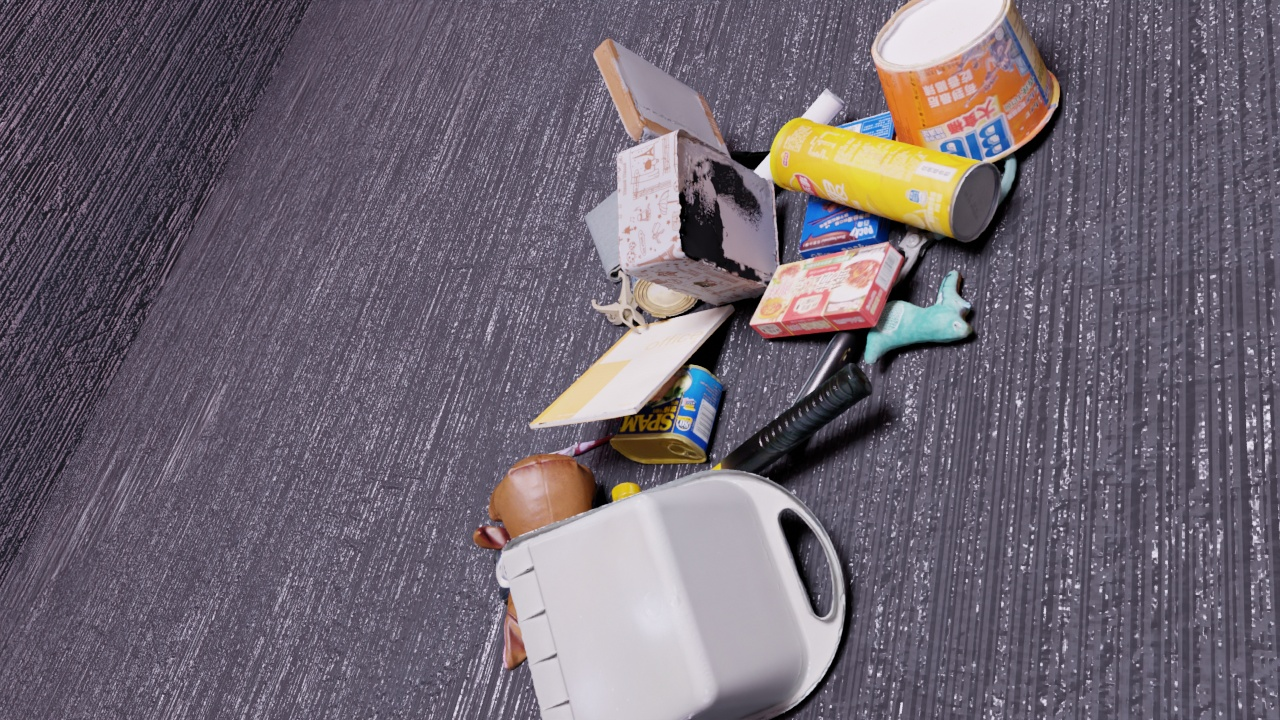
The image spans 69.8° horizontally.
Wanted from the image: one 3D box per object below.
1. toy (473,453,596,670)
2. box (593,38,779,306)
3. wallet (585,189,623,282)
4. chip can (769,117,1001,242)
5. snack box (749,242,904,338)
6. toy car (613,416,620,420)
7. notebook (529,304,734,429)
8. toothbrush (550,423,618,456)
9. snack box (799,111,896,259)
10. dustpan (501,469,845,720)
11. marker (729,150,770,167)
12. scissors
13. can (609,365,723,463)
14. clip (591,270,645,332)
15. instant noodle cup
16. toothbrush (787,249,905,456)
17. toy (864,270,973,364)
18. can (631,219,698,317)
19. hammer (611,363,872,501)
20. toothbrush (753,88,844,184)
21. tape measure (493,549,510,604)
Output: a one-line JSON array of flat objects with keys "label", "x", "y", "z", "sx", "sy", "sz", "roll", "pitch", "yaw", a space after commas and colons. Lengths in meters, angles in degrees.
[{"label": "toy", "x": -0.085, "y": 0.194, "z": 0.890, "sx": 0.140, "sy": 0.131, "sz": 0.199, "roll": -12, "pitch": 56, "yaw": -9}, {"label": "box", "x": 0.047, "y": -0.199, "z": 0.940, "sx": 0.103, "sy": 0.178, "sz": 0.260, "roll": -14, "pitch": 72, "yaw": 38}, {"label": "wallet", "x": -0.017, "y": -0.173, "z": 1.151, "sx": 0.107, "sy": 0.037, "sz": 0.129, "roll": -40, "pitch": 41, "yaw": 18}, {"label": "chip can", "x": 0.218, "y": -0.171, "z": 0.845, "sx": 0.213, "sy": 0.072, "sz": 0.072, "roll": 29, "pitch": 85, "yaw": 45}, {"label": "snack box", "x": 0.171, "y": -0.063, "z": 0.858, "sx": 0.153, "sy": 0.025, "sz": 0.075, "roll": -5, "pitch": 52, "yaw": 59}, {"label": "toy car", "x": -0.027, "y": 0.028, "z": 1.018, "sx": 0.049, "sy": 0.031, "sz": 0.106, "roll": -48, "pitch": 32, "yaw": 3}, {"label": "notebook", "x": -0.006, "y": 0.006, "z": 0.947, "sx": 0.146, "sy": 0.010, "sz": 0.205, "roll": -11, "pitch": 24, "yaw": 41}, {"label": "toothbrush", "x": -0.077, "y": 0.099, "z": 1.026, "sx": 0.188, "sy": 0.017, "sz": 0.016, "roll": -22, "pitch": 49, "yaw": 32}, {"label": "snack box", "x": 0.214, "y": -0.175, "z": 0.927, "sx": 0.085, "sy": 0.026, "sz": 0.156, "roll": -7, "pitch": 58, "yaw": 40}, {"label": "dustpan", "x": 0.030, "y": 0.211, "z": 0.768, "sx": 0.259, "sy": 0.142, "sz": 0.222, "roll": -39, "pitch": 60, "yaw": 41}, {"label": "marker", "x": 0.153, "y": -0.228, "z": 1.031, "sx": 0.132, "sy": 0.022, "sz": 0.020, "roll": 12, "pitch": 65, "yaw": 49}, {"label": "scissors", "x": 0.283, "y": -0.127, "z": 0.833, "sx": 0.130, "sy": 0.019, "sz": 0.185, "roll": 5, "pitch": 67, "yaw": 47}, {"label": "can", "x": 0.027, "y": 0.055, "z": 0.924, "sx": 0.102, "sy": 0.057, "sz": 0.083, "roll": -7, "pitch": 56, "yaw": 42}, {"label": "clip", "x": -0.014, "y": -0.071, "z": 1.064, "sx": 0.101, "sy": 0.035, "sz": 0.096, "roll": 5, "pitch": 60, "yaw": 58}, {"label": "instant noodle cup", "x": 0.287, "y": -0.262, "z": 0.832, "sx": 0.152, "sy": 0.111, "sz": 0.151, "roll": -23, "pitch": 40, "yaw": 21}, {"label": "toothbrush", "x": 0.182, "y": -0.010, "z": 0.833, "sx": 0.212, "sy": 0.026, "sz": 0.027, "roll": -59, "pitch": 27, "yaw": -3}, {"label": "toy", "x": 0.245, "y": -0.037, "z": 0.796, "sx": 0.092, "sy": 0.030, "sz": 0.096, "roll": -2, "pitch": 54, "yaw": 39}, {"label": "can", "x": 0.026, "y": -0.112, "z": 1.027, "sx": 0.075, "sy": 0.075, "sz": 0.111, "roll": -30, "pitch": 42, "yaw": 27}, {"label": "hammer", "x": 0.082, "y": 0.101, "z": 0.822, "sx": 0.302, "sy": 0.032, "sz": 0.128, "roll": -42, "pitch": 43, "yaw": 29}, {"label": "toothbrush", "x": 0.136, "y": -0.201, "z": 1.001, "sx": 0.221, "sy": 0.026, "sz": 0.026, "roll": -48, "pitch": -3, "yaw": 24}, {"label": "tape measure", "x": -0.122, "y": 0.218, "z": 0.973, "sx": 0.066, "sy": 0.033, "sz": 0.065, "roll": -40, "pitch": 43, "yaw": 21}]
